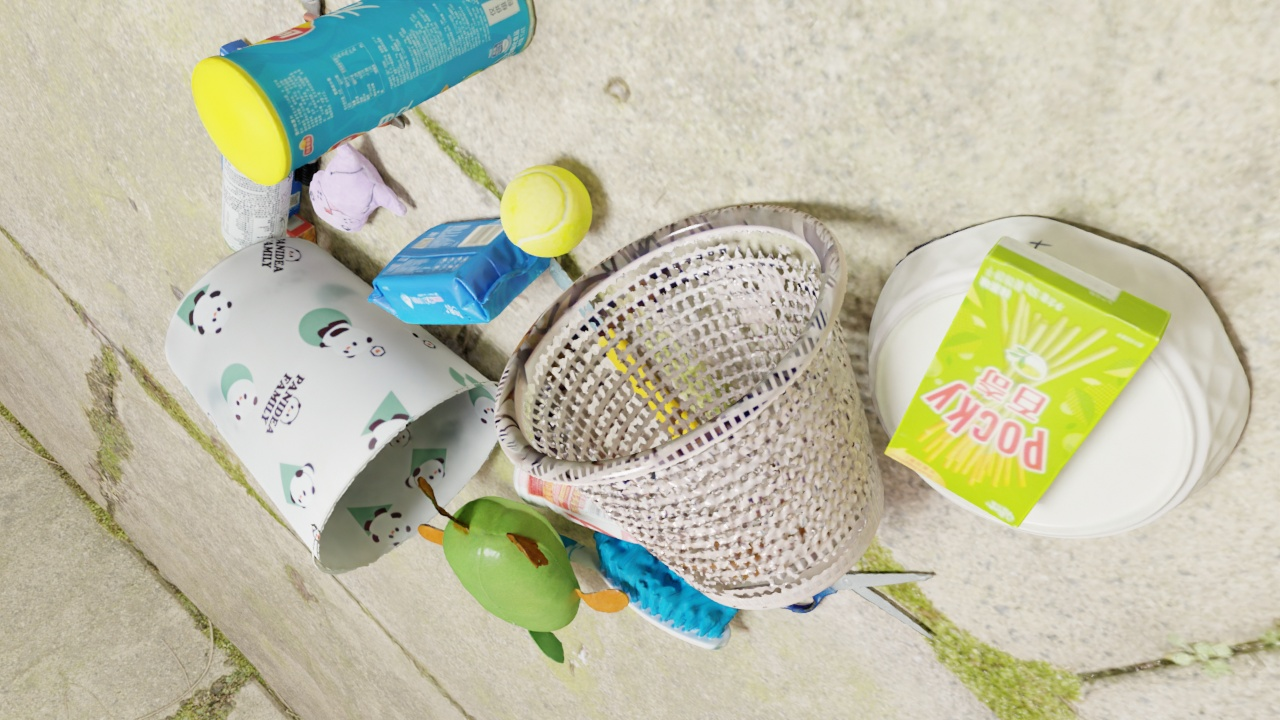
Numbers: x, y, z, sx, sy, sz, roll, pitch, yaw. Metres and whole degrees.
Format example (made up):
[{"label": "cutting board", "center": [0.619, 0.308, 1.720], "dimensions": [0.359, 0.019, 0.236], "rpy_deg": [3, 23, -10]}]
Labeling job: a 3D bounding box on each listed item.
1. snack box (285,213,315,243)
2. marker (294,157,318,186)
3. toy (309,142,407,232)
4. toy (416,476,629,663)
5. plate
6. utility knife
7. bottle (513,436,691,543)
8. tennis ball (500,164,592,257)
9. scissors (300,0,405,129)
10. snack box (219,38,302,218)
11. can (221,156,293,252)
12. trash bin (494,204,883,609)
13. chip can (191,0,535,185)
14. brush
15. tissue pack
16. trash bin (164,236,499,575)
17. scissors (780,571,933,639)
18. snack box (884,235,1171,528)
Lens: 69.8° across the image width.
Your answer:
[{"label": "snack box", "center": [-0.378, -0.100, 0.974], "dimensions": [0.077, 0.026, 0.156], "rpy_deg": [34, 140, 13]}, {"label": "marker", "center": [-0.293, -0.203, 0.812], "dimensions": [0.018, 0.022, 0.131], "rpy_deg": [65, 149, 24]}, {"label": "toy", "center": [-0.256, -0.147, 0.813], "dimensions": [0.108, 0.038, 0.084], "rpy_deg": [-19, 118, 48]}, {"label": "toy", "center": [-0.117, 0.191, 0.858], "dimensions": [0.227, 0.089, 0.247], "rpy_deg": [18, 149, 22]}, {"label": "plate", "center": [0.220, 0.021, 0.521], "dimensions": [0.205, 0.045, 0.205], "rpy_deg": [24, 137, 24]}, {"label": "utility knife", "center": [-0.004, 0.004, 0.732], "dimensions": [0.219, 0.015, 0.033], "rpy_deg": [52, 142, -11]}, {"label": "bottle", "center": [-0.020, 0.121, 0.811], "dimensions": [0.197, 0.068, 0.068], "rpy_deg": [14, 132, 32]}, {"label": "tennis ball", "center": [-0.067, -0.106, 0.655], "dimensions": [0.065, 0.065, 0.066], "rpy_deg": [25, 137, 25]}, {"label": "scissors", "center": [-0.250, -0.278, 0.713], "dimensions": [0.226, 0.015, 0.189], "rpy_deg": [20, 135, 30]}, {"label": "snack box", "center": [-0.352, -0.210, 0.854], "dimensions": [0.084, 0.026, 0.158], "rpy_deg": [40, 141, 5]}, {"label": "can", "center": [-0.346, -0.156, 0.829], "dimensions": [0.058, 0.058, 0.147], "rpy_deg": [42, 142, 5]}, {"label": "trash bin", "center": [0.052, 0.045, 0.581], "dimensions": [0.228, 0.226, 0.192], "rpy_deg": [1, 136, 42]}, {"label": "chip can", "center": [-0.157, -0.182, 0.553], "dimensions": [0.071, 0.209, 0.071], "rpy_deg": [24, 137, 25]}, {"label": "brush", "center": [-0.039, 0.194, 0.907], "dimensions": [0.315, 0.060, 0.110], "rpy_deg": [26, 141, 27]}, {"label": "tissue pack", "center": [-0.145, -0.070, 0.735], "dimensions": [0.157, 0.094, 0.052], "rpy_deg": [4, 131, 41]}, {"label": "trash bin", "center": [-0.291, 0.031, 0.865], "dimensions": [0.252, 0.228, 0.230], "rpy_deg": [40, 142, 15]}, {"label": "scissors", "center": [0.154, 0.173, 0.740], "dimensions": [0.162, 0.012, 0.176], "rpy_deg": [48, 141, -1]}, {"label": "snack box", "center": [0.195, 0.017, 0.483], "dimensions": [0.086, 0.026, 0.157], "rpy_deg": [32, 140, 19]}]
